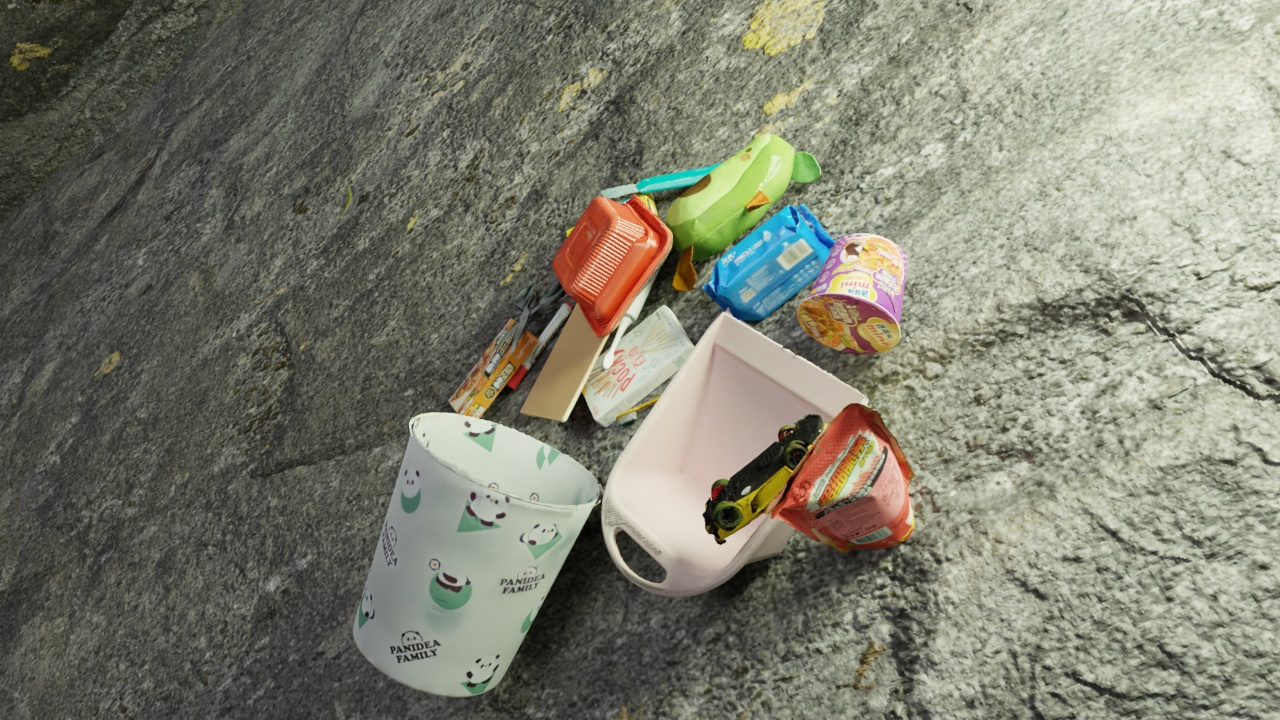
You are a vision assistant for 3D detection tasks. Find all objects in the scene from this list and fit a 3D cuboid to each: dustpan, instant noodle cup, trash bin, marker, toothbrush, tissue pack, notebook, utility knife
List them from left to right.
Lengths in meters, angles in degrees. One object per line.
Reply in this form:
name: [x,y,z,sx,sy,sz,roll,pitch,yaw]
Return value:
trash bin: [-0.196,0.218,1.039,0.230,0.229,0.252,32,102,43]
marker: [-0.143,-0.022,1.302,0.017,0.017,0.145,33,86,43]
notebook: [-0.086,-0.015,1.227,0.148,0.008,0.207,2,63,62]
instant noodle cup: [-0.046,-0.136,1.188,0.165,0.079,0.188,-56,28,13]
toothbrush: [-0.007,-0.079,1.205,0.026,0.026,0.220,-40,23,61]
utility knife: [0.041,-0.250,1.277,0.206,0.013,0.029,-7,63,17]
toothbrush: [0.050,0.040,1.125,0.192,0.016,0.018,-25,63,23]
dustpan: [0.074,0.104,0.950,0.223,0.138,0.274,33,114,45]
tissue pack: [0.151,-0.112,1.088,0.157,0.095,0.052,-39,47,14]
instant noodle cup: [0.238,-0.077,0.999,0.112,0.111,0.099,3,59,37]

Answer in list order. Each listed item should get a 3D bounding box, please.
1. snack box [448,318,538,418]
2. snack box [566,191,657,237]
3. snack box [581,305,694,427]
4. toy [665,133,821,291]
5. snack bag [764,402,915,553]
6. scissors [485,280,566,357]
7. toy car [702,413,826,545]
snack box: [-0.211,0.015,1.310,0.153,0.026,0.075,-53,31,-2]
snack box: [-0.039,-0.179,1.309,0.141,0.033,0.086,-26,52,20]
snack box: [-0.007,0.007,1.179,0.157,0.027,0.084,-38,48,11]
toy: [0.105,-0.196,1.165,0.246,0.090,0.227,-44,25,-3]
snack bag: [0.193,0.117,0.843,0.128,0.207,0.073,-48,52,4]
scissors: [-0.161,-0.065,1.305,0.159,0.014,0.174,-33,31,-4]
toy car: [0.118,0.112,0.865,0.156,0.041,0.071,-43,9,11]
